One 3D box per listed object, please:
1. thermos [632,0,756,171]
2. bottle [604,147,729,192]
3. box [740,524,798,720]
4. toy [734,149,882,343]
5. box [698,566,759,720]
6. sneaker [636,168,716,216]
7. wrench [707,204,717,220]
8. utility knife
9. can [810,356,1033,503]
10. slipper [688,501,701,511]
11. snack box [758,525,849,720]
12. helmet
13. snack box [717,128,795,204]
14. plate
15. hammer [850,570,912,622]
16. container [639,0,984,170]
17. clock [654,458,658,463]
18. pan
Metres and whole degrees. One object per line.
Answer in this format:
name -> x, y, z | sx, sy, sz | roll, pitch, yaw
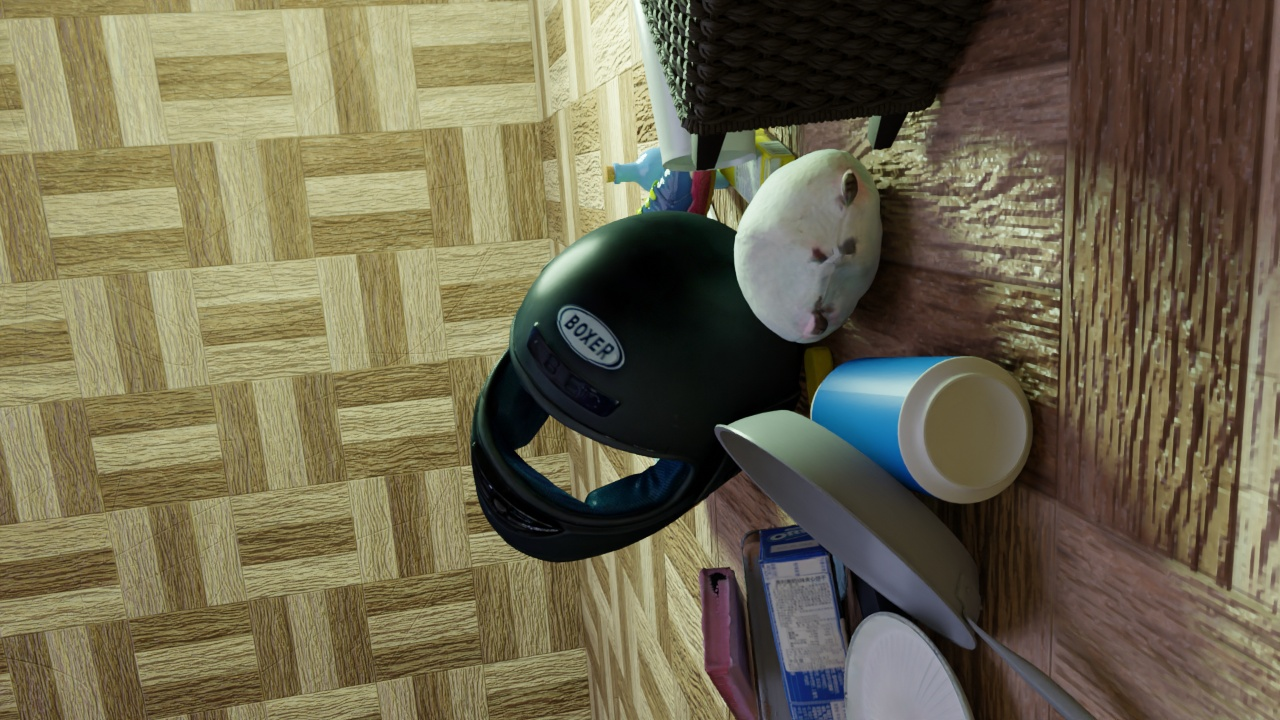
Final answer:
thermos -> 0.049, -0.283, 0.791 | 0.131, 0.131, 0.222 | 179, 86, -79
bottle -> 0.027, -0.200, 0.963 | 0.048, 0.131, 0.048 | 173, 91, -79
box -> 0.136, 0.255, 0.803 | 0.062, 0.081, 0.216 | -34, -62, -84
toy -> 0.119, -0.088, 0.676 | 0.179, 0.101, 0.139 | -73, -7, -73
box -> 0.086, 0.271, 0.852 | 0.233, 0.037, 0.098 | 67, -158, -57
sneaker -> 0.013, -0.129, 0.927 | 0.116, 0.091, 0.242 | -58, -15, -54
wrench -> 0.084, -0.143, 1.022 | 0.047, 0.009, 0.273 | 97, 162, -51
utility knife -> 0.157, 0.095, 0.760 | 0.029, 0.020, 0.213 | 175, 90, -80
can -> 0.162, 0.037, 0.551 | 0.146, 0.079, 0.079 | 180, 83, -79
slipper -> 0.079, 0.089, 1.009 | 0.196, 0.081, 0.093 | -76, 13, -49
snack box -> 0.140, 0.242, 0.726 | 0.059, 0.059, 0.226 | -63, -39, -69
helmet -> -0.005, 0.005, 0.786 | 0.249, 0.315, 0.236 | 43, 149, 21
snack box -> 0.105, -0.184, 0.852 | 0.148, 0.025, 0.061 | -114, 20, -57
plate -> 0.178, 0.244, 0.602 | 0.157, 0.014, 0.157 | 177, 91, -74
hammer -> 0.186, 0.226, 0.661 | 0.140, 0.035, 0.312 | 108, 154, -61
container -> 0.076, -0.290, 0.571 | 0.205, 0.176, 0.320 | 94, 166, -55
clock -> 0.051, 0.089, 1.201 | 0.118, 0.060, 0.162 | 107, 158, -68
pan -> 0.170, 0.130, 0.514 | 0.357, 0.050, 0.201 | 34, 169, 50
